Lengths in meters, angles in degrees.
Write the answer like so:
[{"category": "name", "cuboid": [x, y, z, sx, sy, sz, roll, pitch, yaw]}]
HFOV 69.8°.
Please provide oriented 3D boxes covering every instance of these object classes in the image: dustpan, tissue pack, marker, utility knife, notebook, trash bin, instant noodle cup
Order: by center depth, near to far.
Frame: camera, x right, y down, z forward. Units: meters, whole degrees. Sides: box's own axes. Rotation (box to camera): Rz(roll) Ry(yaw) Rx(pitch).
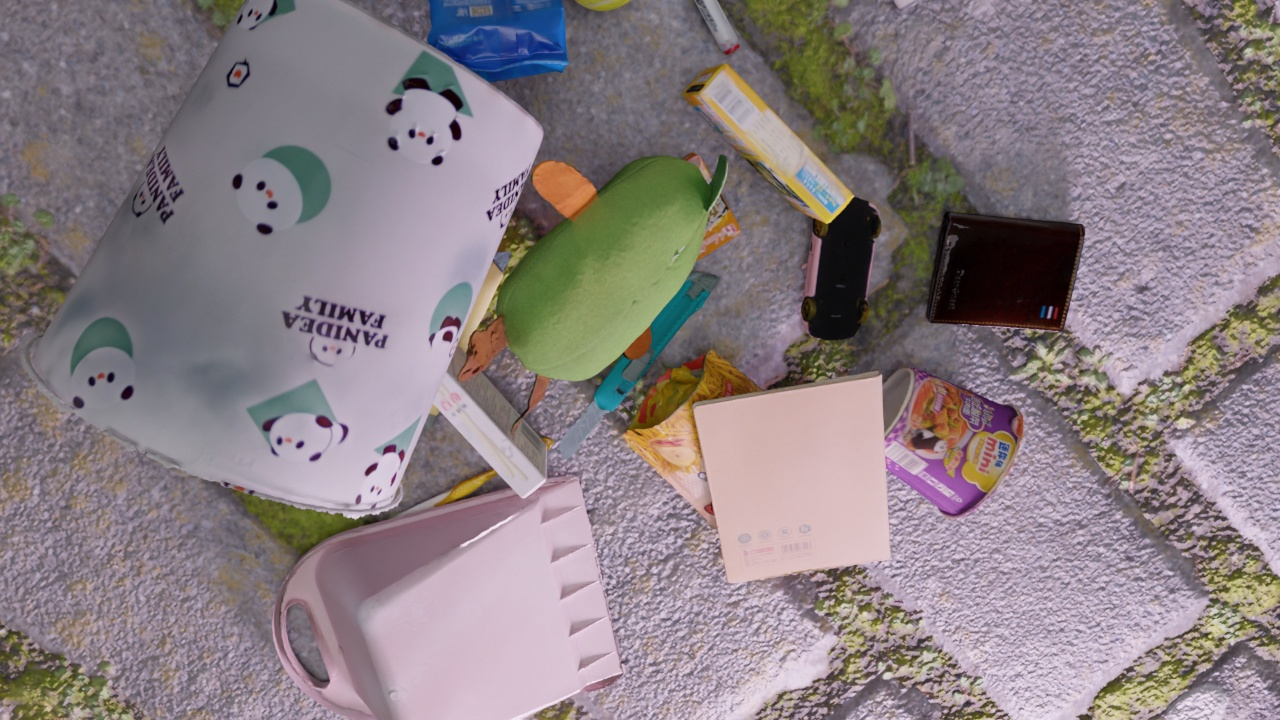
[{"category": "trash bin", "cuboid": [-0.195, -0.071, 0.560, 0.229, 0.229, 0.252, 28, 92, -12]}, {"category": "tissue pack", "cuboid": [-0.100, -0.238, 0.641, 0.095, 0.157, 0.052, -8, 136, -5]}, {"category": "marker", "cuboid": [0.036, -0.301, 0.699, 0.017, 0.017, 0.145, -31, 106, 3]}, {"category": "utility knife", "cuboid": [-0.150, -0.019, 0.757, 0.031, 0.018, 0.165, 25, 103, -16]}, {"category": "notebook", "cuboid": [0.131, 0.105, 0.764, 0.148, 0.008, 0.208, -10, 124, 5]}, {"category": "instant noodle cup", "cuboid": [0.247, 0.063, 0.779, 0.099, 0.111, 0.112, 30, 100, -3]}, {"category": "utility knife", "cuboid": [-0.005, 0.005, 0.780, 0.029, 0.013, 0.205, 36, 99, -13]}, {"category": "dustpan", "cuboid": [-0.173, 0.222, 0.818, 0.272, 0.139, 0.223, -20, 112, -29]}]

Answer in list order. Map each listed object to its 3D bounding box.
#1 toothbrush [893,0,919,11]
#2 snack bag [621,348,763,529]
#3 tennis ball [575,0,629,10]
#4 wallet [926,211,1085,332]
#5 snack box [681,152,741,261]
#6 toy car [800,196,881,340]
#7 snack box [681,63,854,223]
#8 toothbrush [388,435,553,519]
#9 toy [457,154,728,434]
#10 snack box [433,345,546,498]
[{"category": "toothbrush", "cuboid": [0.150, -0.365, 0.688, 0.026, 0.026, 0.221, -35, 106, 9]}, {"category": "snack bag", "cuboid": [0.091, 0.090, 0.795, 0.129, 0.073, 0.208, -45, 112, 6]}, {"category": "tennis ball", "cuboid": [-0.028, -0.290, 0.670, 0.065, 0.065, 0.065, -1, 105, -6]}, {"category": "wallet", "cuboid": [0.313, -0.075, 0.789, 0.122, 0.020, 0.096, 4, 105, -5]}, {"category": "snack box", "cuboid": [-0.002, -0.097, 0.746, 0.154, 0.026, 0.075, -31, 107, 3]}, {"category": "toy car", "cuboid": [0.164, -0.076, 0.762, 0.056, 0.037, 0.122, 1, 108, -12]}, {"category": "snack box", "cuboid": [0.096, -0.167, 0.705, 0.034, 0.087, 0.140, -45, 105, 7]}, {"category": "toothbrush", "cuboid": [-0.159, 0.112, 0.794, 0.191, 0.018, 0.016, -29, 104, 5]}, {"category": "toy", "cuboid": [-0.033, -0.058, 0.668, 0.246, 0.090, 0.227, -46, 150, -12]}, {"category": "snack box", "cuboid": [-0.132, 0.032, 0.721, 0.027, 0.084, 0.157, -39, 104, 5]}]
